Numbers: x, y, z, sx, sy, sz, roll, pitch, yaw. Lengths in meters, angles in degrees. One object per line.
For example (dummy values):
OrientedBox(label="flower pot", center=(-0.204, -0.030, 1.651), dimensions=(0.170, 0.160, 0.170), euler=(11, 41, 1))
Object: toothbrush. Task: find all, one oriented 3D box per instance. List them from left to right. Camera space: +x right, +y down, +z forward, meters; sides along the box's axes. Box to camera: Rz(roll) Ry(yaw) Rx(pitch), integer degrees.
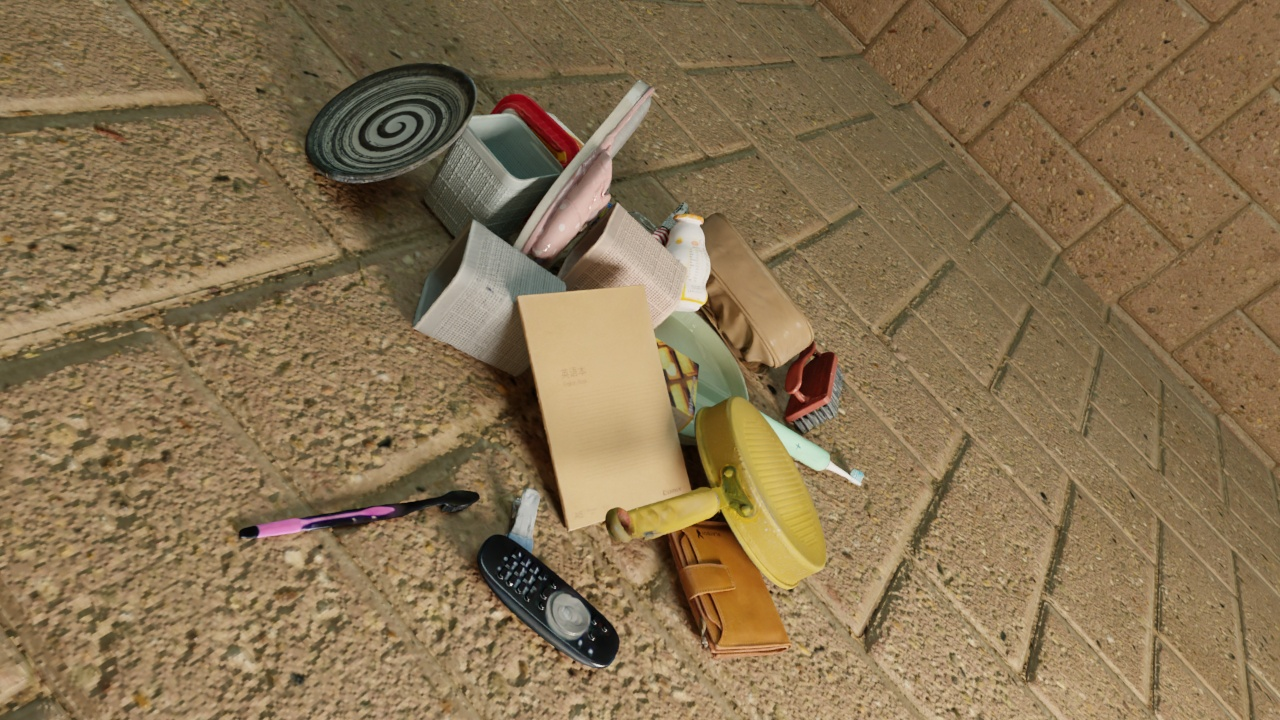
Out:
OrientedBox(label="toothbrush", center=(-0.201, 0.115, 0.678), dimensions=(0.188, 0.018, 0.014), euler=(-2, 54, -43))
OrientedBox(label="toothbrush", center=(0.192, 0.106, 1.063), dimensions=(0.224, 0.027, 0.026), euler=(30, -6, -36))

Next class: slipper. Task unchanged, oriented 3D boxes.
OrientedBox(label="slipper", center=(-0.059, -0.173, 0.952), dimensions=(0.054, 0.114, 0.274), euler=(35, 77, -6))

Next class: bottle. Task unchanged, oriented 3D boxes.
OrientedBox(label="bottle", center=(0.050, -0.112, 1.054), dimensions=(0.063, 0.063, 0.108), euler=(10, 85, -40))

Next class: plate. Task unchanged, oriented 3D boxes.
OrientedBox(label="plate", center=(-0.245, -0.233, 0.911), dimensions=(0.024, 0.179, 0.179), euler=(72, 4, -50))
OrientedBox(label="plate", center=(0.025, 0.001, 1.021), dimensions=(0.230, 0.028, 0.229), euler=(28, 37, -23))

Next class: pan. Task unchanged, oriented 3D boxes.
OrientedBox(label="pan", center=(0.075, 0.128, 0.843), dimensions=(0.197, 0.078, 0.357), euler=(65, 19, 15))

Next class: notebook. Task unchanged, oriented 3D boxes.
OrientedBox(label="notebook", center=(-0.031, 0.038, 0.847), dimensions=(0.149, 0.012, 0.211), euler=(-9, 85, -41))

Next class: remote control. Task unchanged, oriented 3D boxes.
OrientedBox(label="remote control", center=(-0.074, 0.190, 0.714), dimensions=(0.136, 0.024, 0.053), euler=(42, 32, -5))

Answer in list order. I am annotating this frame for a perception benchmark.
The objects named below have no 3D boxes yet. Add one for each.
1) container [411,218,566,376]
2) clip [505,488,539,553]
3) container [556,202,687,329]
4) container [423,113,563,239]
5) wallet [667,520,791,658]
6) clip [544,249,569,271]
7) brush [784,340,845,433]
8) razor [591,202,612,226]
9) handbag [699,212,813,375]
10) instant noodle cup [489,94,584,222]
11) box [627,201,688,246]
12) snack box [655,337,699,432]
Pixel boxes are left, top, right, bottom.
OrientedBox(label="container", center=(-0.137, -0.054, 0.860), dimensions=(0.114, 0.090, 0.090), euler=(30, 36, -24))
OrientedBox(label="clip", center=(-0.096, 0.133, 0.757), dimensions=(0.024, 0.028, 0.056), euler=(27, 47, -21))
OrientedBox(label="container", center=(-0.017, -0.089, 0.972), dimensions=(0.111, 0.090, 0.089), euler=(39, 34, -15))
OrientedBox(label="container", center=(-0.157, -0.184, 0.958), dimensions=(0.090, 0.112, 0.089), euler=(50, 35, 9))
OrientedBox(label="wallet", center=(0.073, 0.208, 0.845), dimensions=(0.119, 0.035, 0.130), euler=(16, 41, -44))
OrientedBox(label="clip", center=(-0.080, -0.114, 1.033), dimensions=(0.098, 0.035, 0.099), euler=(30, 40, -17))
OrientedBox(label="brush", center=(0.219, 0.025, 1.166), dimensions=(0.069, 0.063, 0.145), euler=(52, 31, -12))
OrientedBox(label="razor", center=(-0.051, -0.169, 1.116), dimensions=(0.042, 0.022, 0.142), euler=(27, 24, -12))
OrientedBox(label="handbag", center=(0.120, -0.075, 1.128), dimensions=(0.204, 0.099, 0.148), euler=(55, -4, 19))
OrientedBox(label="instant noodle cup", center=(-0.122, -0.235, 1.060), dimensions=(0.116, 0.117, 0.124), euler=(44, 22, 1))
OrientedBox(label="box", center=(0.005, -0.156, 1.121), dimensions=(0.075, 0.086, 0.161), euler=(46, 31, -4))
OrientedBox(label="snack box", center=(-0.006, 0.005, 0.933), dimensions=(0.140, 0.034, 0.086), euler=(30, 37, -15))
